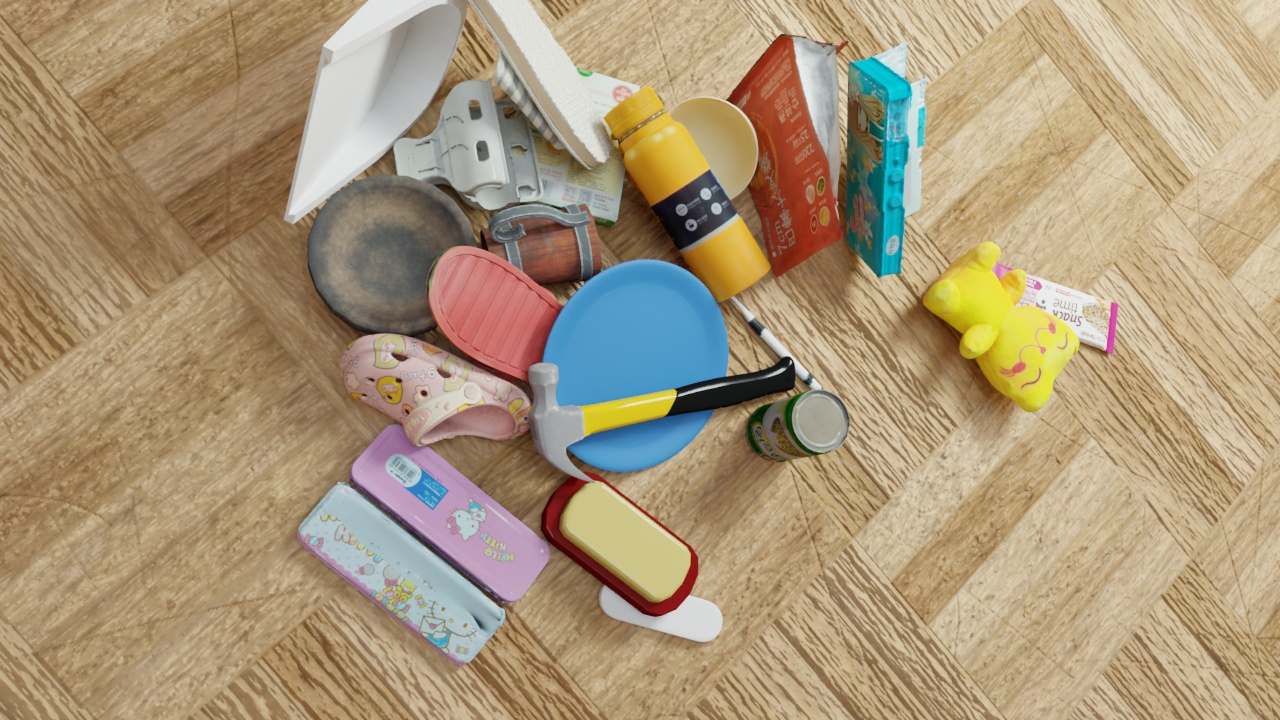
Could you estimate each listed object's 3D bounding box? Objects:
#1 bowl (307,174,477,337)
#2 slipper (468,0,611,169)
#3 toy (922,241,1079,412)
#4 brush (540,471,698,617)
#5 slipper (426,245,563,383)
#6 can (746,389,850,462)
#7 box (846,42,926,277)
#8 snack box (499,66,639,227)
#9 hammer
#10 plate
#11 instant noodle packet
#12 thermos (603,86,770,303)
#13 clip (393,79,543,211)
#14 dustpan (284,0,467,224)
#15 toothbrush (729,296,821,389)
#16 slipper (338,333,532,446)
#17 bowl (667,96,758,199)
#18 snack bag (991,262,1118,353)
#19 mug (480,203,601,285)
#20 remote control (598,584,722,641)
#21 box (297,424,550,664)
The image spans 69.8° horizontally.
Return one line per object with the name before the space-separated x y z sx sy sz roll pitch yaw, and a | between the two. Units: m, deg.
bowl | -0.247 -0.098 0.919 0.162 0.070 0.162 3 79 -15
slipper | -0.118 -0.308 0.923 0.054 0.114 0.273 -24 121 20
toy | 0.419 -0.036 1.087 0.194 0.088 0.134 42 69 -7
brush | -0.018 0.186 0.937 0.173 0.042 0.082 38 64 -3
slipper | -0.119 -0.027 0.926 0.248 0.059 0.103 35 79 -36
can | 0.165 0.071 0.977 0.067 0.121 0.067 3 79 -15
box | 0.271 -0.228 1.027 0.087 0.228 0.167 8 42 21
snack box | -0.078 -0.243 1.016 0.132 0.027 0.168 12 77 -14
hammer | 0.034 0.043 0.961 0.322 0.029 0.127 -10 107 -30
plate | -0.006 0.005 0.958 0.223 0.024 0.224 -8 106 -29
instant noodle packet | 0.166 -0.216 1.007 0.084 0.165 0.220 -1 80 -18
thermos | 0.042 -0.174 0.986 0.232 0.092 0.076 56 31 -9
clip | -0.181 -0.220 0.941 0.151 0.105 0.126 -7 71 -14
dustpan | -0.240 -0.262 0.874 0.053 0.192 0.257 26 44 -10
toothbrush | 0.138 -0.030 1.046 0.017 0.012 0.187 -45 94 -5
slipper | -0.198 0.042 0.888 0.197 0.093 0.081 20 48 -15
bowl | 0.081 -0.240 1.030 0.118 0.118 0.073 47 30 -3
snack bag | 0.519 -0.067 1.157 0.196 0.016 0.070 17 77 -12
mug | -0.103 -0.123 0.943 0.111 0.118 0.081 -13 66 -14
remote control | 0.022 0.260 0.959 0.136 0.013 0.043 19 76 -12
box | -0.209 0.181 0.900 0.214 0.041 0.151 40 76 -6
